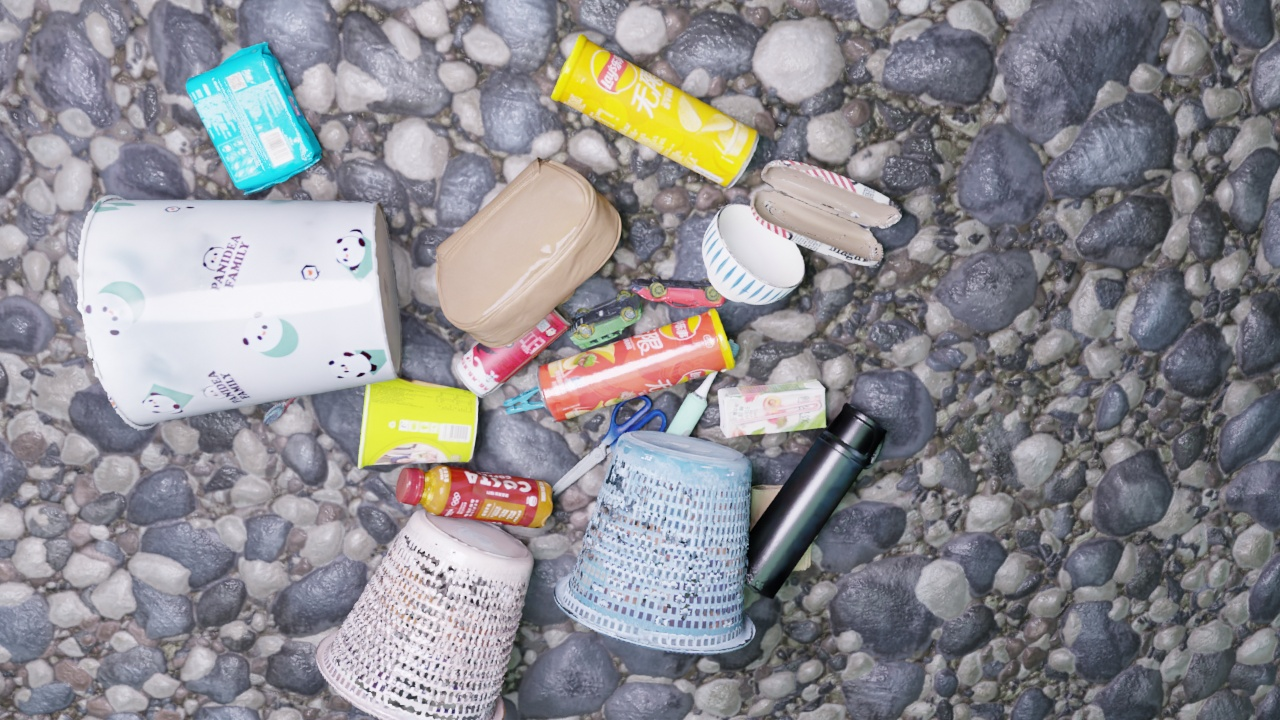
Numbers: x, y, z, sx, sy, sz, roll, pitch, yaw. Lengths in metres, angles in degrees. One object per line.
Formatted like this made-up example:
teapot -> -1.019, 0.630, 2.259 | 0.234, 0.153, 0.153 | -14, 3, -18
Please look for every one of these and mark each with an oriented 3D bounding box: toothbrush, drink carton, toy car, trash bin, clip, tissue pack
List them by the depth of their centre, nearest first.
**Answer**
trash bin -> -0.379, -0.058, 0.920 | 0.251, 0.229, 0.230 | -6, 108, -9
tissue pack -> -0.395, -0.247, 0.940 | 0.093, 0.050, 0.133 | -21, 107, 4
trash bin -> 0.033, 0.186, 1.012 | 0.226, 0.226, 0.195 | 11, 94, -8
toy car -> 0.042, -0.076, 1.030 | 0.106, 0.049, 0.031 | 5, 105, -8
toy car -> -0.039, -0.045, 1.035 | 0.091, 0.043, 0.036 | -24, 123, 11
toothbrush -> -0.359, 0.013, 1.040 | 0.188, 0.017, 0.016 | -38, 107, 8
trash bin -> -0.225, 0.284, 1.047 | 0.227, 0.227, 0.192 | 23, 91, -11
clip -> -0.133, 0.048, 1.072 | 0.056, 0.014, 0.039 | -19, 107, 2
drink carton -> 0.156, 0.057, 1.082 | 0.122, 0.045, 0.053 | -5, 106, -4
toothbrush -> 0.054, 0.072, 1.088 | 0.026, 0.027, 0.225 | 13, 111, -52

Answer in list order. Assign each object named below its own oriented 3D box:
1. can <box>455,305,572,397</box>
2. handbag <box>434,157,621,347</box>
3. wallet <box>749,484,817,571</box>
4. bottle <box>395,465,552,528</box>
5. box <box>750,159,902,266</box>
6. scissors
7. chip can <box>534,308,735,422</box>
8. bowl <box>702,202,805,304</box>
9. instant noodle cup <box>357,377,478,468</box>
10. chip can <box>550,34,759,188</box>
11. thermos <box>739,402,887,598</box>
can -> -0.143, -0.018, 1.030 | 0.133, 0.053, 0.053 | -40, 106, 8
handbag -> -0.120, -0.113, 0.967 | 0.205, 0.147, 0.099 | -40, 146, 8
wallet -> 0.179, 0.210, 1.144 | 0.087, 0.024, 0.115 | -2, 105, -7
bottle -> -0.189, 0.155, 1.051 | 0.174, 0.057, 0.057 | 13, 106, -28
box -> 0.200, -0.155, 1.006 | 0.162, 0.076, 0.088 | 17, 81, -13
scissors -> -0.037, 0.115, 1.103 | 0.108, 0.012, 0.175 | 23, 105, -11
chip can -> -0.006, 0.006, 1.034 | 0.217, 0.073, 0.073 | -17, 108, 5
bowl -> 0.114, -0.107, 1.002 | 0.116, 0.116, 0.066 | 31, 133, -13
instant noodle cup -> -0.247, 0.070, 1.027 | 0.123, 0.111, 0.112 | 6, 107, -16
chip can -> 0.016, -0.257, 0.959 | 0.213, 0.072, 0.072 | 25, 103, -12
thermos -> 0.207, 0.171, 1.096 | 0.090, 0.068, 0.242 | 33, 94, -34
